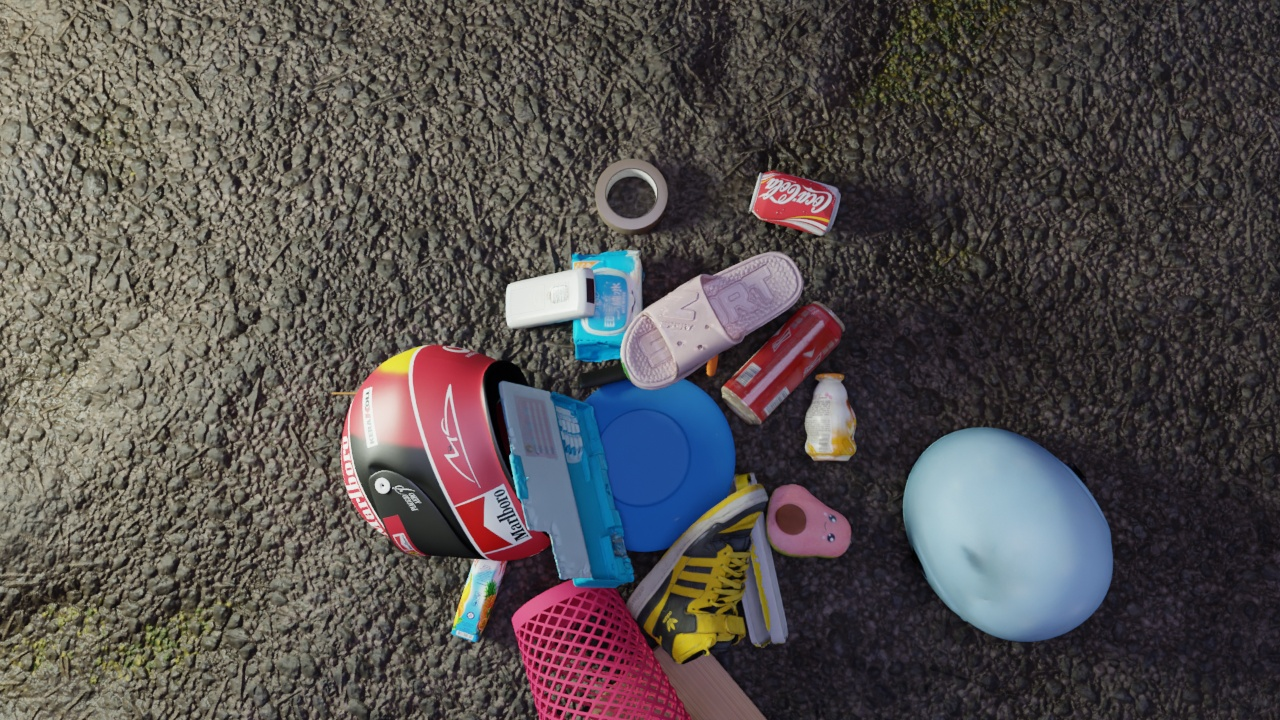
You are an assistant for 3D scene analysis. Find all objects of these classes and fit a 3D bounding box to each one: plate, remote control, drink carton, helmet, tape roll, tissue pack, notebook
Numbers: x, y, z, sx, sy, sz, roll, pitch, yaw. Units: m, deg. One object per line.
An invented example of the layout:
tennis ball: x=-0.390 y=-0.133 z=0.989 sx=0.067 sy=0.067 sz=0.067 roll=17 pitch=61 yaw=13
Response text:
plate: x=0.004 y=0.120 z=1.129 sx=0.224 sy=0.024 sz=0.224 roll=-4 pitch=74 yaw=13
remote control: x=-0.114 y=-0.077 z=1.147 sx=0.139 sy=0.025 sz=0.060 roll=-8 pitch=79 yaw=35
drink carton: x=-0.195 y=0.279 z=1.134 sx=0.038 sy=0.044 sz=0.129 roll=18 pitch=86 yaw=2
helmet: x=0.435 y=0.201 z=1.082 sx=0.225 sy=0.167 sz=0.265 roll=-32 pitch=75 yaw=6
tape roll: x=-0.012 y=-0.212 z=1.192 sx=0.094 sy=0.030 sz=0.093 roll=0 pitch=84 yaw=0
helmet: x=-0.229 y=0.118 z=1.071 sx=0.225 sy=0.197 sz=0.271 roll=-19 pitch=94 yaw=14
tissue pack: x=-0.039 y=-0.070 z=1.161 sx=0.093 sy=0.062 sz=0.144 roll=-2 pitch=83 yaw=1
remote control: x=-0.007 y=0.007 z=1.162 sx=0.152 sy=0.041 sz=0.020 roll=-16 pitch=109 yaw=-2
notebook: x=0.060 y=0.459 z=1.124 sx=0.169 sy=0.022 sz=0.210 roll=-41 pitch=85 yaw=-4

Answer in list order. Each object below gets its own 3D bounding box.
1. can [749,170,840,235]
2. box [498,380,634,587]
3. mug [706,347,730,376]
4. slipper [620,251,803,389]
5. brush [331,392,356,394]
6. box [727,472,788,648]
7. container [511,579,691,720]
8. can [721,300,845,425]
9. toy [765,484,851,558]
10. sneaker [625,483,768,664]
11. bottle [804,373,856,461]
can: x=0.197 y=-0.202 z=1.173 sx=0.105 sy=0.064 sz=0.064 roll=15 pitch=84 yaw=2
box: x=-0.087 y=0.141 z=1.036 sx=0.039 sy=0.181 sz=0.226 roll=-25 pitch=66 yaw=24
mug: x=0.093 y=-0.036 z=1.140 sx=0.077 sy=0.096 sz=0.112 roll=4 pitch=84 yaw=1
slipper: x=0.082 y=-0.054 z=1.061 sx=0.239 sy=0.064 sz=0.094 roll=-30 pitch=84 yaw=-4
brush: x=-0.328 y=0.042 z=1.173 sx=0.126 sy=0.017 sz=0.048 roll=0 pitch=84 yaw=0
box: x=0.138 y=0.243 z=1.127 sx=0.045 sy=0.065 sz=0.209 roll=-14 pitch=83 yaw=17
container: x=-0.048 y=0.375 z=1.048 sx=0.183 sy=0.183 sz=0.225 roll=-26 pitch=65 yaw=-3
can: x=0.178 y=0.003 z=1.150 sx=0.067 sy=0.067 sz=0.170 roll=44 pitch=86 yaw=5
toy: x=0.208 y=0.203 z=1.134 sx=0.110 sy=0.051 sz=0.089 roll=18 pitch=59 yaw=-9
sneaker: x=0.090 y=0.259 z=1.066 sx=0.122 sy=0.085 sz=0.239 roll=49 pitch=117 yaw=23
bottle: x=0.237 y=0.071 z=1.144 sx=0.063 sy=0.063 sz=0.108 roll=1 pitch=84 yaw=0
